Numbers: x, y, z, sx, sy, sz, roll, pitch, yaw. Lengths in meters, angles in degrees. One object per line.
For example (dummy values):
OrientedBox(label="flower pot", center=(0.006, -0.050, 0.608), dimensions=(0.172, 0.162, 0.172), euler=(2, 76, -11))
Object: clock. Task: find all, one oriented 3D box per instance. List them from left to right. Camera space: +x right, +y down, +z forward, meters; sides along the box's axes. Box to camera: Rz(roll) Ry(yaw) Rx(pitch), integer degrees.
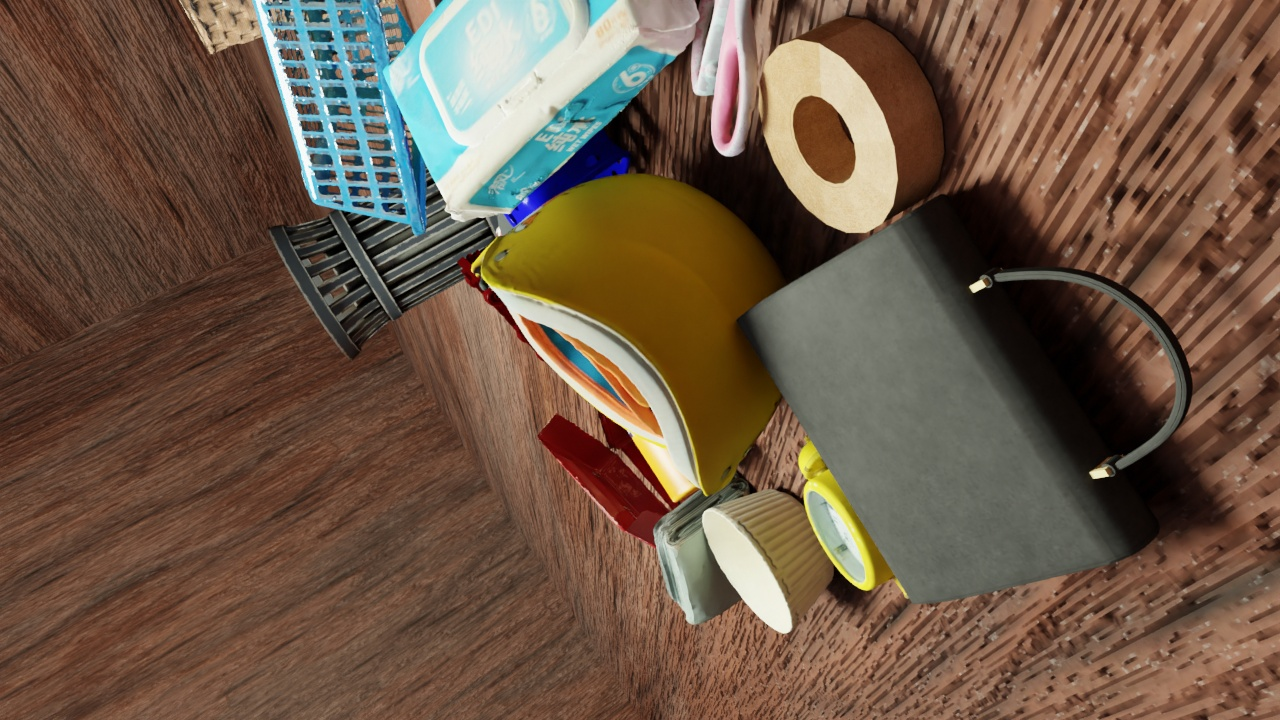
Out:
OrientedBox(label="clock", center=(0.139, 0.092, 0.578), dimensions=(0.118, 0.057, 0.083), euler=(47, 160, 59))

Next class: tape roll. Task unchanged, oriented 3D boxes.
OrientedBox(label="tape roll", center=(0.095, -0.107, 0.424), dimensions=(0.094, 0.027, 0.094), euler=(51, 161, 25))

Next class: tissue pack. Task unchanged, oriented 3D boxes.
OrientedBox(label="tissue pack", center=(-0.060, -0.179, 0.528), dimensions=(0.210, 0.065, 0.117), euler=(-33, 76, 34))

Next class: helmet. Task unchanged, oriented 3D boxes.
OrientedBox(label="helmet", center=(0.010, -0.032, 0.595), dimensions=(0.209, 0.139, 0.240), euler=(44, 173, -7))

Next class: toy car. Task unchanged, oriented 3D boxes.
OrientedBox(label="toy car", center=(-0.124, -0.060, 1.010), dimensions=(0.070, 0.062, 0.170), euler=(40, 172, 47))

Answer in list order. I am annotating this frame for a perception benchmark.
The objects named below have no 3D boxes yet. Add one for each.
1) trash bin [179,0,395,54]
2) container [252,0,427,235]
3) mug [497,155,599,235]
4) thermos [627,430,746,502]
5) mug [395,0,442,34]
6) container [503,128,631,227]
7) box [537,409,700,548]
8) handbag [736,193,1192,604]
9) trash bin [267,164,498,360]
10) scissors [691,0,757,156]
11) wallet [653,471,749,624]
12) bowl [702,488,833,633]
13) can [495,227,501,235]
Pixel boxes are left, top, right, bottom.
OrientedBox(label="trash bin", center=(-0.328, -0.378, 0.849), dimensions=(0.151, 0.209, 0.151), euler=(52, 162, 25))
OrientedBox(label="container", center=(-0.235, -0.303, 0.692), dimensions=(0.256, 0.089, 0.363), euler=(-105, 10, -47))
OrientedBox(label="mug", center=(-0.081, -0.148, 0.742), dimensions=(0.121, 0.085, 0.095), euler=(53, 162, 6))
OrientedBox(label="thermos", center=(-0.005, 0.005, 0.787), dimensions=(0.232, 0.076, 0.091), euler=(57, -172, 10))
OrientedBox(label="mug", center=(-0.112, -0.261, 0.620), dimensions=(0.096, 0.110, 0.123), euler=(63, 163, 6))
OrientedBox(label="container", center=(-0.077, -0.149, 0.647), dimensions=(0.113, 0.085, 0.084), euler=(49, 164, 7))
OrientedBox(label="box", center=(0.008, 0.097, 0.908), dimensions=(0.157, 0.126, 0.137), euler=(42, 176, 38))
OrientedBox(label="handbag", center=(0.152, 0.013, 0.407), dimensions=(0.175, 0.072, 0.196), euler=(58, 159, 4))
OrientedBox(label="trash bin", center=(-0.262, -0.128, 1.017), dimensions=(0.164, 0.227, 0.164), euler=(56, 169, 16))
OrientedBox(label="scissors", center=(0.043, -0.191, 0.438), dimensions=(0.179, 0.016, 0.101), euler=(93, 166, -46))
OrientedBox(label="wallet", center=(0.066, 0.172, 0.839), dimensions=(0.054, 0.100, 0.132), euler=(32, 150, 42))
OrientedBox(label="bowl", center=(0.109, 0.156, 0.749), dimensions=(0.115, 0.062, 0.115), euler=(51, 161, 25))
OrientedBox(label="can", center=(-0.104, -0.101, 0.937), dimensions=(0.096, 0.054, 0.054), euler=(58, 163, 5))
